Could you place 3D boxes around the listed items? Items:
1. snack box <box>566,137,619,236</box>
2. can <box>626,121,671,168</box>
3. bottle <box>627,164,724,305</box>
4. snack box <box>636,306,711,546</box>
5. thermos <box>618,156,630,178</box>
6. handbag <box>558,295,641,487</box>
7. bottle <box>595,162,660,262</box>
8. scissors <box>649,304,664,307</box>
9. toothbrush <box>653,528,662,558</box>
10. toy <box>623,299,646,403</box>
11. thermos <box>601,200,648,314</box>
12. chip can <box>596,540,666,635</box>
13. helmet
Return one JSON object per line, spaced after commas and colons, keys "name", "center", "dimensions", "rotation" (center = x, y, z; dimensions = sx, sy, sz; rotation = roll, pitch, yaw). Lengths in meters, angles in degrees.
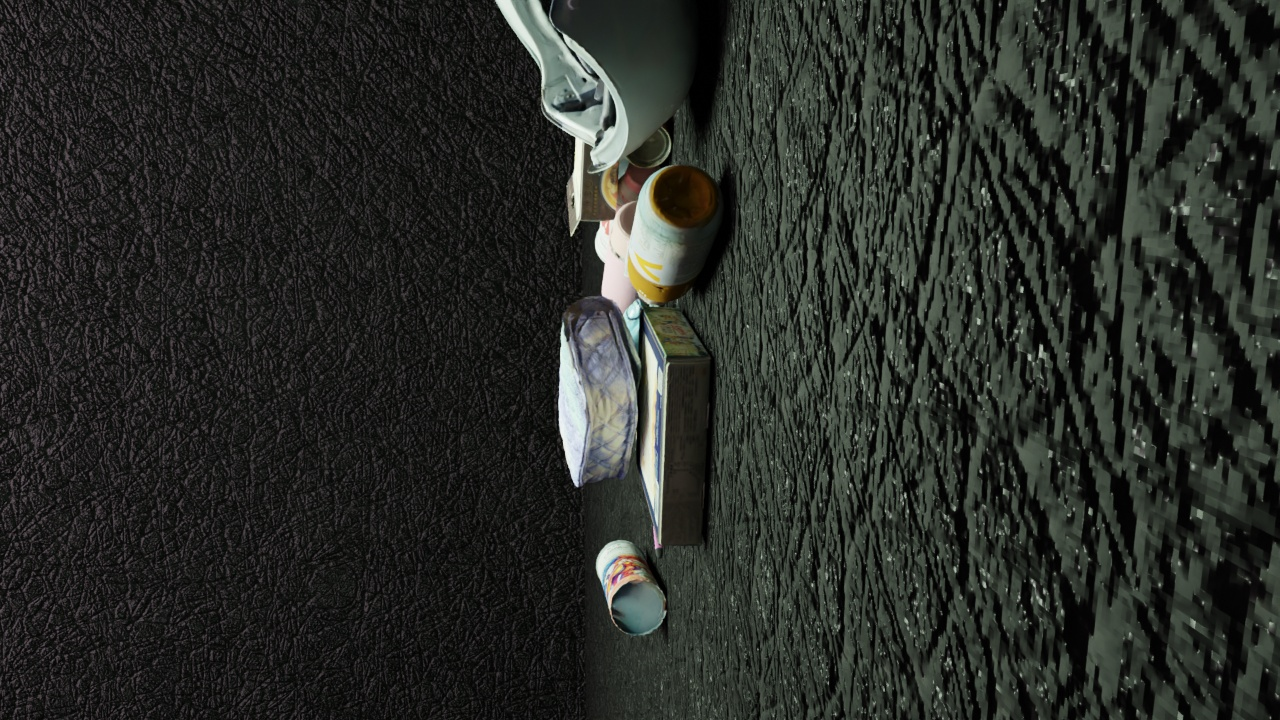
{"name": "snack box", "center": [-0.055, -0.224, 1.054], "dimensions": [0.113, 0.053, 0.126], "rotation": [-98, 10, -48]}
{"name": "can", "center": [0.001, -0.269, 1.033], "dimensions": [0.132, 0.053, 0.053], "rotation": [-99, 10, -53]}
{"name": "bottle", "center": [0.024, -0.097, 0.784], "dimensions": [0.190, 0.068, 0.068], "rotation": [108, 160, -72]}
{"name": "snack box", "center": [0.028, 0.055, 0.880], "dimensions": [0.182, 0.046, 0.178], "rotation": [-109, 19, -71]}
{"name": "thermos", "center": [-0.024, -0.305, 1.211], "dimensions": [0.220, 0.070, 0.070], "rotation": [-97, 9, -46]}
{"name": "handbag", "center": [-0.044, 0.040, 0.959], "dimensions": [0.194, 0.075, 0.134], "rotation": [102, 156, -58]}
{"name": "bottle", "center": [-0.012, -0.181, 1.125], "dimensions": [0.197, 0.068, 0.068], "rotation": [115, 154, -69]}
{"name": "scissors", "center": [0.018, -0.010, 1.085], "dimensions": [0.176, 0.019, 0.174], "rotation": [96, 172, -45]}
{"name": "toothbrush", "center": [0.018, 0.150, 1.137], "dimensions": [0.018, 0.014, 0.189], "rotation": [75, -169, -72]}
{"name": "toy", "center": [-0.006, 0.006, 1.036], "dimensions": [0.156, 0.050, 0.161], "rotation": [-124, 32, -74]}
{"name": "thermos", "center": [-0.010, -0.111, 1.087], "dimensions": [0.199, 0.067, 0.087], "rotation": [110, 172, -71]}
{"name": "chip can", "center": [-0.014, 0.291, 1.190], "dimensions": [0.215, 0.071, 0.071], "rotation": [-168, 78, -83]}
{"name": "helmet", "center": [-0.035, -0.314, 0.817], "dimensions": [0.258, 0.145, 0.229], "rotation": [58, 171, 34]}
